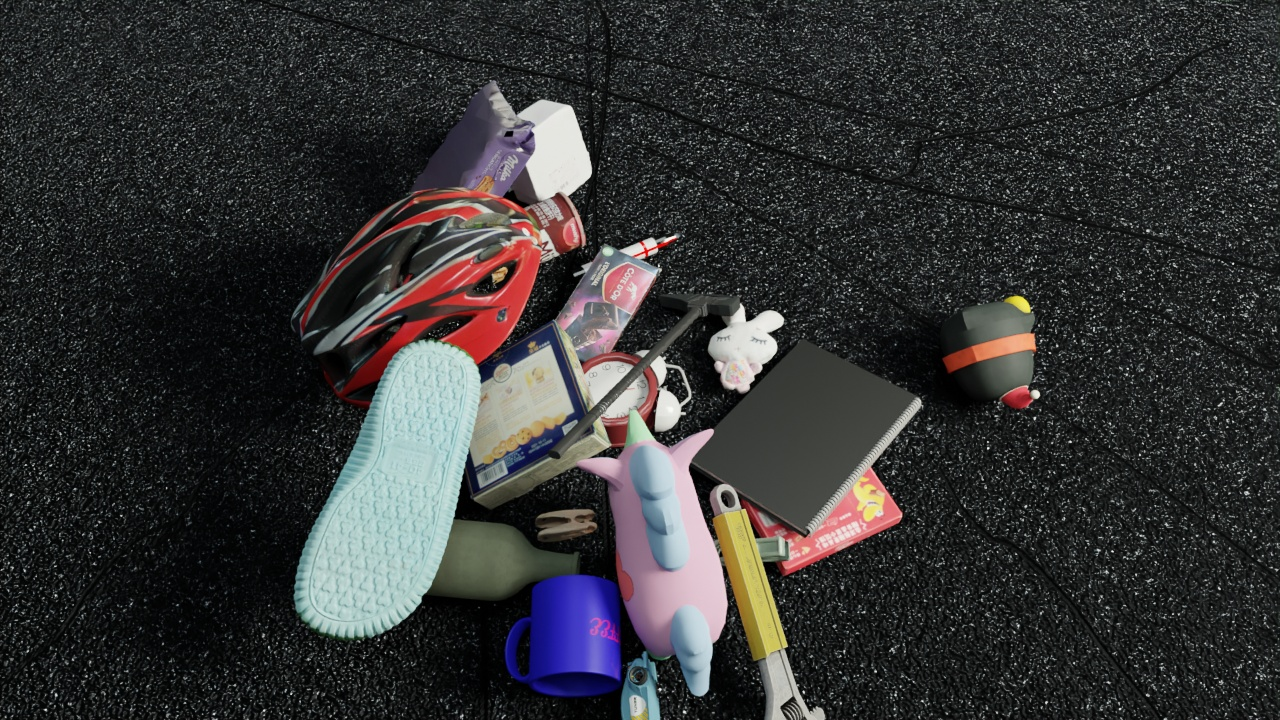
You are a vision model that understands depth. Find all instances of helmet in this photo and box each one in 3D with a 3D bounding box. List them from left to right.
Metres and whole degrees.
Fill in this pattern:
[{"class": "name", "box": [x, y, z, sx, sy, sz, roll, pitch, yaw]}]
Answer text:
[{"class": "helmet", "box": [-0.224, -0.073, 0.941, 0.272, 0.167, 0.217, -44, 41, -6]}]

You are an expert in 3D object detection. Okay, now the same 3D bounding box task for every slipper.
[{"class": "slipper", "box": [-0.215, 0.112, 0.818, 0.116, 0.070, 0.275, 15, 70, -1]}]

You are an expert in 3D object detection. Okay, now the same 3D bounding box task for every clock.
[{"class": "clock", "box": [-0.017, 0.037, 0.966, 0.137, 0.048, 0.096, -13, 57, -7]}]

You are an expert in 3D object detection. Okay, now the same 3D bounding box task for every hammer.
[{"class": "hammer", "box": [-0.005, 0.005, 0.925, 0.095, 0.015, 0.323, 7, 31, 29]}]

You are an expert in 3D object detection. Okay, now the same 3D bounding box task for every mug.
[{"class": "mug", "box": [-0.071, 0.248, 0.813, 0.111, 0.079, 0.083, -18, 52, 22]}]

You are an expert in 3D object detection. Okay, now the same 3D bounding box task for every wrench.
[{"class": "wrench", "box": [0.106, 0.239, 0.805, 0.083, 0.018, 0.273, 0, 64, -38]}]

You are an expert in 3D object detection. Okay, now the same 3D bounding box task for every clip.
[{"class": "clip", "box": [-0.074, 0.159, 0.899, 0.062, 0.025, 0.047, 15, 56, 8]}, {"class": "clip", "box": [0.102, 0.180, 0.867, 0.076, 0.047, 0.023, -9, 63, 24]}]

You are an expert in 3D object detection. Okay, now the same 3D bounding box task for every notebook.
[{"class": "notebook", "box": [0.170, 0.073, 0.941, 0.149, 0.016, 0.206, 30, 57, 30]}]

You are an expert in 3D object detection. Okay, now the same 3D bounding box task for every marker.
[{"class": "marker", "box": [-0.015, -0.125, 1.095, 0.145, 0.019, 0.019, -24, 59, -15]}]

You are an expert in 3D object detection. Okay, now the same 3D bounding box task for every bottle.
[{"class": "bottle", "box": [-0.160, 0.185, 0.853, 0.207, 0.072, 0.071, 4, 56, 3]}]

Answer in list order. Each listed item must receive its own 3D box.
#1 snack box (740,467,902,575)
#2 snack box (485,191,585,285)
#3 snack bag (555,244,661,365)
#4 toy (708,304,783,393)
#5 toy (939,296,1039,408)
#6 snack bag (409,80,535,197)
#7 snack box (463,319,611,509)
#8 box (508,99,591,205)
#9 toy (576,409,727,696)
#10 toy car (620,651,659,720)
[{"class": "snack box", "box": [0.178, 0.146, 0.907, 0.132, 0.021, 0.089, -21, 58, -13]}, {"class": "snack box", "box": [-0.134, -0.143, 1.077, 0.121, 0.072, 0.072, -26, 59, -16]}, {"class": "snack bag", "box": [-0.044, -0.061, 1.042, 0.074, 0.018, 0.154, 25, 64, 9]}, {"class": "toy", "box": [0.113, -0.018, 1.009, 0.076, 0.037, 0.125, 9, 49, 16]}, {"class": "toy", "box": [0.370, -0.003, 0.968, 0.098, 0.099, 0.119, -22, 77, 36]}, {"class": "snack bag", "box": [-0.203, -0.217, 1.068, 0.058, 0.206, 0.096, 10, 37, -49]}, {"class": "snack box", "box": [-0.119, 0.054, 0.928, 0.144, 0.042, 0.145, -29, 57, 10]}, {"class": "box", "box": [-0.147, -0.263, 1.146, 0.130, 0.110, 0.102, 25, 58, 38]}, {"class": "toy", "box": [0.023, 0.169, 0.801, 0.120, 0.171, 0.222, -13, 56, -9]}, {"class": "toy car", "box": [0.000, 0.307, 0.778, 0.027, 0.060, 0.107, -10, 56, 7]}]
